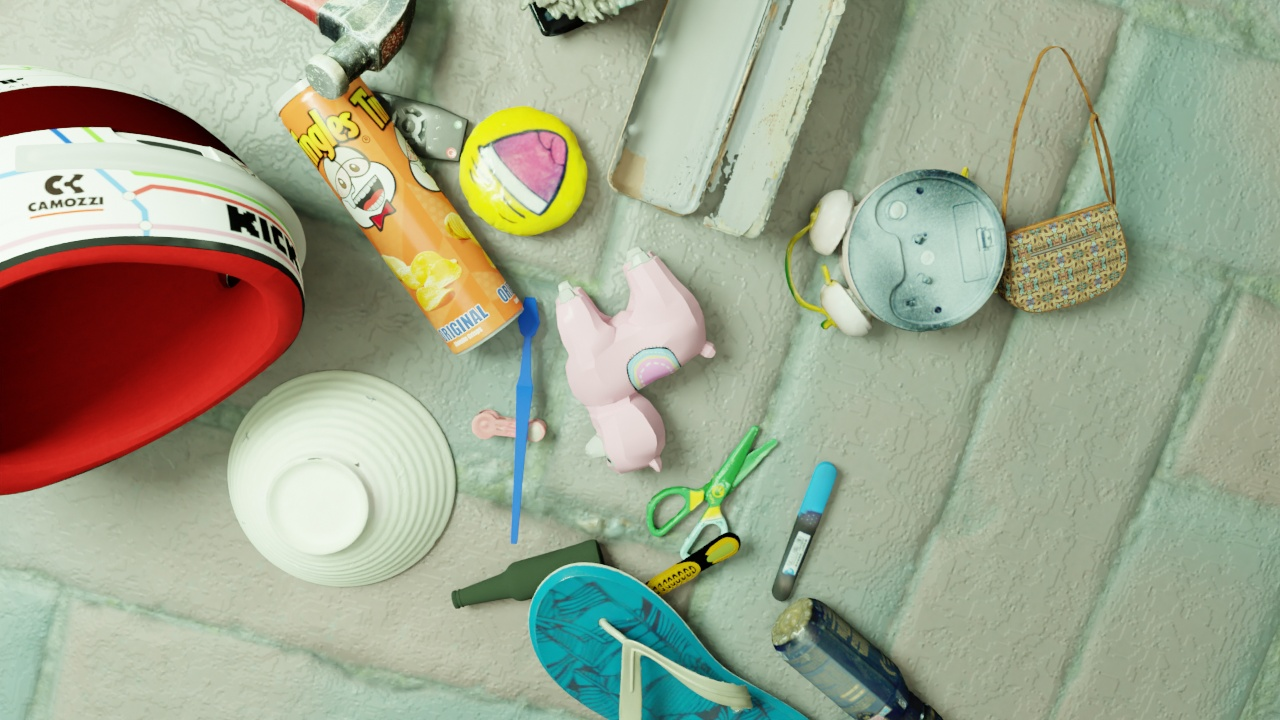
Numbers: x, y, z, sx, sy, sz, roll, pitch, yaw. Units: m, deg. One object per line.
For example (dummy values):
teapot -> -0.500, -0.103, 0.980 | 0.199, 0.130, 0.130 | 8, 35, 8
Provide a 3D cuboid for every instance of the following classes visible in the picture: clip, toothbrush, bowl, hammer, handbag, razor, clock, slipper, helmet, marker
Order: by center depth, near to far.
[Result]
helmet -> -0.372, -0.067, 0.577 | 0.315, 0.231, 0.236 | -31, 64, 8
hammer -> -0.302, -0.295, 0.622 | 0.326, 0.036, 0.140 | 28, 58, 2
handbag -> 0.300, -0.131, 0.672 | 0.093, 0.043, 0.196 | -17, 117, 2
clock -> 0.187, -0.078, 0.687 | 0.158, 0.058, 0.117 | -14, 99, 0
bowl -> -0.234, 0.099, 0.692 | 0.177, 0.071, 0.177 | 0, 99, -3
toothbrush -> -0.090, 0.045, 0.698 | 0.016, 0.011, 0.186 | 4, 87, -5
clip -> -0.102, 0.052, 0.707 | 0.059, 0.039, 0.022 | 5, 92, -8
slipper -> 0.030, 0.272, 0.726 | 0.295, 0.060, 0.118 | 38, 108, -14
razor -> 0.020, 0.179, 0.736 | 0.144, 0.021, 0.044 | -34, 99, 14
marker -> 0.132, 0.139, 0.744 | 0.018, 0.015, 0.123 | 18, 101, -2

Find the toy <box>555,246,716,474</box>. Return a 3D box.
toy -> -0.004, 0.004, 0.690 | 0.123, 0.067, 0.157 | -25, 104, 0

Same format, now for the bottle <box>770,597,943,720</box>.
bottle -> 0.178, 0.258, 0.744 | 0.161, 0.056, 0.056 | 41, 95, -8

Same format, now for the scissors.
scissors -> 0.070, 0.110, 0.737 | 0.132, 0.013, 0.078 | -39, 101, 4

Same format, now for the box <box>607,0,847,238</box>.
box -> 0.062, -0.204, 0.643 | 0.121, 0.094, 0.217 | 19, 98, -2

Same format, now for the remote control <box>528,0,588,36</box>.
remote control -> -0.079, -0.304, 0.657 | 0.045, 0.021, 0.140 | -25, 96, -10

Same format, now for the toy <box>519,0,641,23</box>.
toy -> -0.041, -0.316, 0.620 | 0.132, 0.076, 0.176 | -24, 84, -19

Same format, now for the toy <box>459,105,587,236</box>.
toy -> -0.086, -0.138, 0.674 | 0.094, 0.041, 0.095 | -42, 96, 1

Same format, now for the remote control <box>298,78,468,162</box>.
remote control -> -0.191, -0.178, 0.678 | 0.124, 0.010, 0.039 | 14, 98, -5

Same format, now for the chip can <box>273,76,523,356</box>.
chip can -> -0.169, -0.106, 0.658 | 0.062, 0.062, 0.210 | -34, 103, 3

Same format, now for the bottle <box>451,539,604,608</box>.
bottle -> -0.090, 0.174, 0.730 | 0.123, 0.033, 0.033 | -16, 100, 1
